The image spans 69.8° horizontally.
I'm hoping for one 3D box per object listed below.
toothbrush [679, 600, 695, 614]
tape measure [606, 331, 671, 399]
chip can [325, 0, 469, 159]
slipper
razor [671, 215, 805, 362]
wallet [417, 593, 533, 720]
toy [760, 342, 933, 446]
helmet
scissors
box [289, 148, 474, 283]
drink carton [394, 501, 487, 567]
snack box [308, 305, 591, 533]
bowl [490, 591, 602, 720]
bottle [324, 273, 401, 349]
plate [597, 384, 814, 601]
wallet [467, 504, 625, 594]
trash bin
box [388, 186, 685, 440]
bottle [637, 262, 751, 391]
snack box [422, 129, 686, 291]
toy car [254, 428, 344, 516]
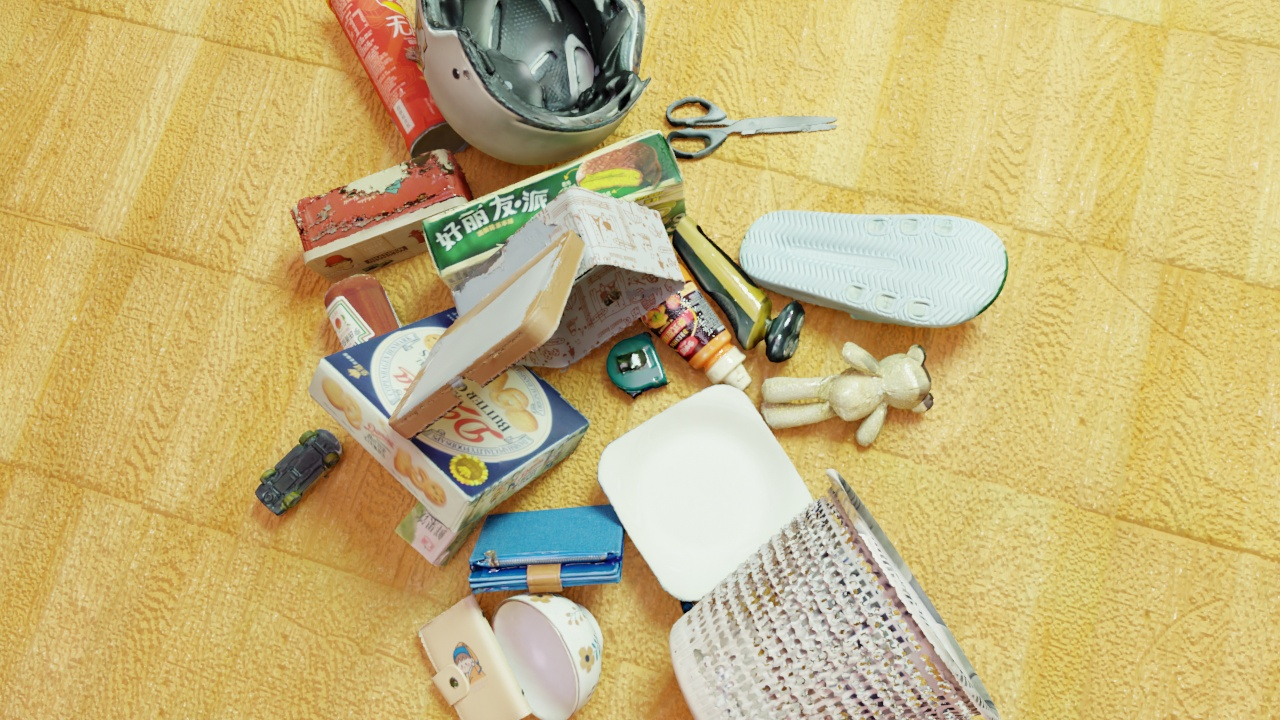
[{"bbox_3d":[0.047,0.236,0.831,0.014,0.016,0.189,-20,77,8],"label":"toothbrush"},{"bbox_3d":[-0.005,0.005,0.885,0.054,0.025,0.058,-21,75,-1],"label":"tape measure"},{"bbox_3d":[-0.253,-0.309,0.958,0.073,0.073,0.216,-29,76,-2],"label":"chip can"},{"bbox_3d":[0.213,-0.085,0.865,0.246,0.074,0.104,12,80,24],"label":"slipper"},{"bbox_3d":[0.090,-0.070,0.863,0.068,0.062,0.167,-44,76,18],"label":"razor"},{"bbox_3d":[-0.153,0.277,0.819,0.087,0.024,0.115,-37,78,30],"label":"wallet"},{"bbox_3d":[0.189,0.029,0.848,0.157,0.066,0.105,-10,108,7],"label":"toy"},{"bbox_3d":[-0.118,-0.299,0.894,0.229,0.157,0.273,1,61,-30],"label":"helmet"},{"bbox_3d":[0.111,-0.231,0.939,0.175,0.014,0.135,32,80,9],"label":"scissors"},{"bbox_3d":[-0.252,-0.149,0.910,0.168,0.091,0.079,-21,79,0],"label":"box"},{"bbox_3d":[-0.168,0.129,0.860,0.053,0.045,0.122,35,81,16],"label":"drink carton"},{"bbox_3d":[-0.164,0.043,0.820,0.178,0.182,0.046,40,123,12],"label":"snack box"},{"bbox_3d":[-0.073,0.250,0.804,0.062,0.114,0.113,-21,71,-43],"label":"bowl"},{"bbox_3d":[-0.242,0.015,0.887,0.060,0.060,0.206,-27,77,-2],"label":"bottle"},{"bbox_3d":[0.059,0.120,0.837,0.163,0.034,0.164,-29,77,-13],"label":"plate"},{"bbox_3d":[-0.080,0.166,0.820,0.133,0.106,0.040,-6,111,4],"label":"wallet"},{"bbox_3d":[0.139,0.231,0.736,0.192,0.227,0.227,-35,76,9],"label":"trash bin"},{"bbox_3d":[-0.090,-0.046,0.767,0.179,0.272,0.126,-33,92,32],"label":"box"},{"bbox_3d":[0.051,-0.029,0.873,0.066,0.067,0.149,-41,83,-5],"label":"bottle"},{"bbox_3d":[-0.076,-0.129,0.877,0.240,0.114,0.063,-22,75,0],"label":"snack box"},{"bbox_3d":[-0.326,0.107,0.885,0.042,0.035,0.090,39,77,11],"label":"toy car"}]
